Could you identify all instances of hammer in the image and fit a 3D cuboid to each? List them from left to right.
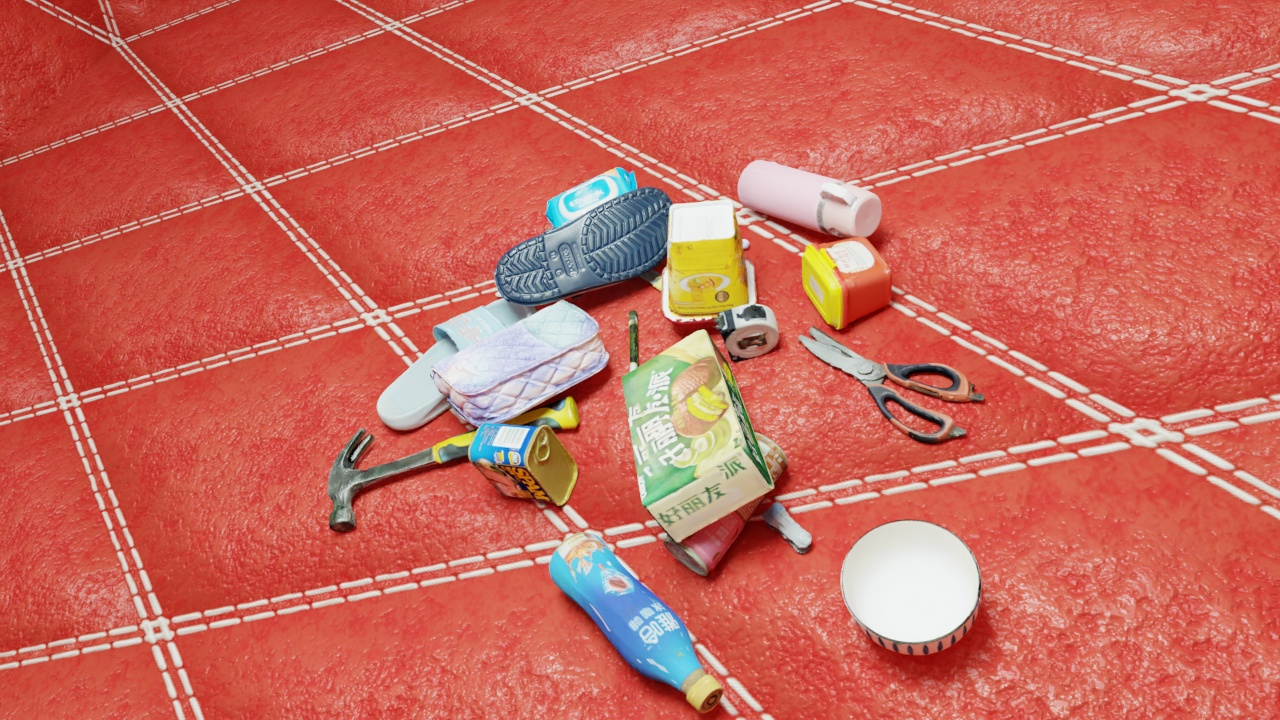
[{"bbox_3d":[-0.230,0.105,1.114,0.323,0.032,0.126,-18,54,7],"label":"hammer"}]

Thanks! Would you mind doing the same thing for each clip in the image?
[{"bbox_3d":[0.147,0.167,0.910,0.026,0.041,0.058,-36,52,-11],"label":"clip"}]

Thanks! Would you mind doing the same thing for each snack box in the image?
[{"bbox_3d":[0.052,0.069,0.948,0.114,0.063,0.239,-31,29,12],"label":"snack box"},{"bbox_3d":[0.237,-0.095,1.050,0.080,0.082,0.091,-19,46,-5],"label":"snack box"}]

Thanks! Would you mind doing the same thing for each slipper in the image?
[{"bbox_3d":[-0.243,-0.007,1.190,0.245,0.074,0.104,-39,47,-9],"label":"slipper"},{"bbox_3d":[-0.068,-0.137,1.198,0.252,0.105,0.095,-25,3,-8],"label":"slipper"}]

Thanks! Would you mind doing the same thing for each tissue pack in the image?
[{"bbox_3d":[-0.061,-0.210,1.286,0.140,0.063,0.090,-24,47,3],"label":"tissue pack"}]

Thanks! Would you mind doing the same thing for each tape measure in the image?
[{"bbox_3d":[0.125,-0.034,1.055,0.066,0.066,0.033,-17,52,12],"label":"tape measure"}]

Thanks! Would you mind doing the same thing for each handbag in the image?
[{"bbox_3d":[-0.144,0.005,1.106,0.193,0.076,0.134,-27,33,-21],"label":"handbag"}]

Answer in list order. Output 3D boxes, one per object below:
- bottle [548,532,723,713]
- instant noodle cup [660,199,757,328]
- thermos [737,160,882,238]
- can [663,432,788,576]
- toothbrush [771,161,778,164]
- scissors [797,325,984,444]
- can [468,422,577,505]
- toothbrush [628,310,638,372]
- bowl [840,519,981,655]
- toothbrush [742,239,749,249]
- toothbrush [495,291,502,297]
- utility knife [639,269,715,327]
[{"bbox_3d":[-0.005,0.250,0.876,0.065,0.065,0.219,-41,49,-13],"label":"bottle"},{"bbox_3d":[0.078,-0.117,1.092,0.116,0.124,0.116,-3,45,7],"label":"instant noodle cup"},{"bbox_3d":[0.202,-0.203,1.131,0.067,0.087,0.199,-56,40,-1],"label":"thermos"},{"bbox_3d":[0.088,0.143,0.929,0.058,0.058,0.147,25,65,37],"label":"can"},{"bbox_3d":[0.216,-0.216,1.199,0.016,0.018,0.191,-42,47,9],"label":"toothbrush"},{"bbox_3d":[0.266,0.010,0.992,0.197,0.015,0.205,-14,48,14],"label":"scissors"},{"bbox_3d":[-0.130,0.114,1.021,0.083,0.102,0.057,2,53,28],"label":"can"},{"bbox_3d":[-0.007,0.006,1.113,0.012,0.017,0.185,13,47,-16],"label":"toothbrush"},{"bbox_3d":[0.239,0.206,0.805,0.116,0.066,0.116,-12,47,14],"label":"bowl"},{"bbox_3d":[0.052,-0.148,1.216,0.189,0.021,0.029,-1,90,21],"label":"toothbrush"},{"bbox_3d":[-0.115,-0.128,1.272,0.192,0.018,0.016,-21,47,6],"label":"toothbrush"},{"bbox_3d":[0.052,-0.082,1.167,0.031,0.021,0.198,-38,43,-18],"label":"utility knife"}]
